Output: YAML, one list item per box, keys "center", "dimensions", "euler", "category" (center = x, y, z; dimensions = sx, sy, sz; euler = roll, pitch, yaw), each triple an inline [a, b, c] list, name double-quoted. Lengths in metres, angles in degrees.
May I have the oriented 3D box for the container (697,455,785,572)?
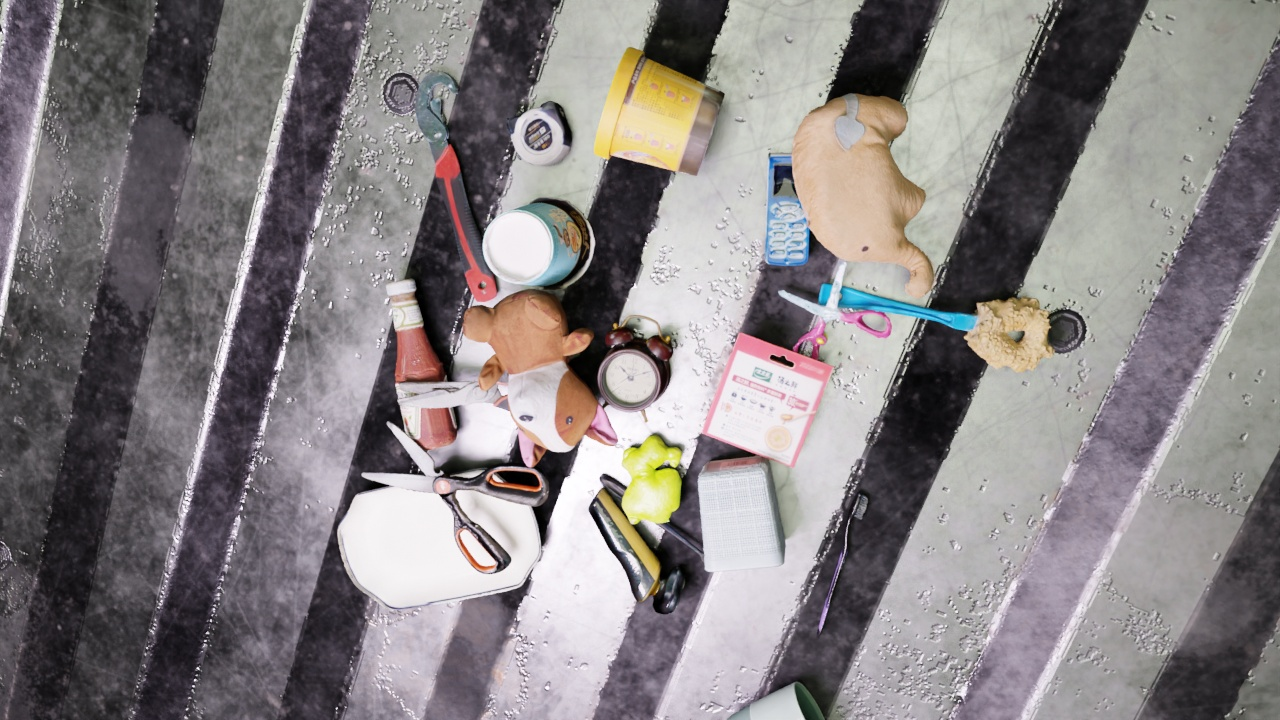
- center: [0.114, 0.173, 1.052]
  dimensions: [0.090, 0.089, 0.111]
  euler: [-7, 96, 11]
  category: "container"

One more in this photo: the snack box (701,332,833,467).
- center: [0.144, 0.042, 1.046]
  dimensions: [0.113, 0.044, 0.127]
  euler: [21, 104, 7]
  category: "snack box"

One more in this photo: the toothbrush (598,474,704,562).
- center: [0.023, 0.194, 1.110]
  dimensions: [0.181, 0.018, 0.016]
  euler: [36, 98, 5]
  category: "toothbrush"

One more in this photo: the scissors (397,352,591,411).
- center: [-0.173, 0.023, 1.086]
  dimensions: [0.205, 0.015, 0.199]
  euler: [37, 90, -9]
  category: "scissors"

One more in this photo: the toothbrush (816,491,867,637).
- center: [0.236, 0.242, 1.080]
  dimensions: [0.017, 0.014, 0.189]
  euler: [12, 102, -4]
  category: "toothbrush"

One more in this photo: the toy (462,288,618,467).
- center: [-0.112, 0.021, 1.028]
  dimensions: [0.140, 0.130, 0.200]
  euler: [-11, 108, 21]
  category: "toy"

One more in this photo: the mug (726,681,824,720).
- center: [0.167, 0.453, 1.099]
  dimensions: [0.106, 0.082, 0.112]
  euler: [-33, 124, 13]
  category: "mug"

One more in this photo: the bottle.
- center: [-0.269, 0.005, 1.108]
  dimensions: [0.060, 0.059, 0.206]
  euler: [-9, 98, 12]
  category: "bottle"

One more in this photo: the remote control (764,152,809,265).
- center: [0.164, -0.168, 1.017]
  dimensions: [0.049, 0.024, 0.125]
  euler: [3, 96, 10]
  category: "remote control"

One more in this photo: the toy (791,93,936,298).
- center: [0.238, -0.167, 0.972]
  dimensions: [0.143, 0.082, 0.226]
  euler: [-17, 97, -2]
  category: "toy"

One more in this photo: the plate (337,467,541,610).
- center: [-0.250, 0.222, 1.155]
  dimensions: [0.266, 0.034, 0.162]
  euler: [-14, 97, 12]
  category: "plate"

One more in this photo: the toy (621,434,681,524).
- center: [0.015, 0.145, 1.090]
  dimensions: [0.097, 0.031, 0.100]
  euler: [-31, 86, 9]
  category: "toy"

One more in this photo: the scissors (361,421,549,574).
- center: [-0.217, 0.165, 1.098]
  dimensions: [0.221, 0.021, 0.228]
  euler: [-10, 103, 6]
  category: "scissors"

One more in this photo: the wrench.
- center: [-0.217, -0.203, 1.086]
  dimensions: [0.056, 0.016, 0.273]
  euler: [-10, 97, 12]
  category: "wrench"

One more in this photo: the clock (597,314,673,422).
- center: [-0.006, 0.006, 1.061]
  dimensions: [0.082, 0.055, 0.122]
  euler: [15, 105, 8]
  category: "clock"

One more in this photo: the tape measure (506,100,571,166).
- center: [-0.113, -0.256, 1.049]
  dimensions: [0.066, 0.033, 0.066]
  euler: [-17, 94, 15]
  category: "tape measure"

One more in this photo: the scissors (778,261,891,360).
- center: [0.213, -0.046, 1.019]
  dimensions: [0.134, 0.017, 0.133]
  euler: [21, 115, 18]
  category: "scissors"

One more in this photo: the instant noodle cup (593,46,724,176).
- center: [0.022, -0.260, 0.985]
  dimensions: [0.114, 0.118, 0.118]
  euler: [18, 102, -1]
  category: "instant noodle cup"

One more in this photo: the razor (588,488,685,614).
- center: [-0.006, 0.228, 1.107]
  dimensions: [0.067, 0.062, 0.167]
  euler: [-34, 86, -16]
  category: "razor"

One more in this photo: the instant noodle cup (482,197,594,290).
- center: [-0.118, -0.128, 1.026]
  dimensions: [0.111, 0.120, 0.111]
  euler: [2, 100, 10]
  category: "instant noodle cup"

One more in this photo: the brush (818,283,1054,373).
- center: [0.323, -0.048, 1.005]
  dimensions: [0.255, 0.045, 0.083]
  euler: [13, 106, 12]
  category: "brush"
